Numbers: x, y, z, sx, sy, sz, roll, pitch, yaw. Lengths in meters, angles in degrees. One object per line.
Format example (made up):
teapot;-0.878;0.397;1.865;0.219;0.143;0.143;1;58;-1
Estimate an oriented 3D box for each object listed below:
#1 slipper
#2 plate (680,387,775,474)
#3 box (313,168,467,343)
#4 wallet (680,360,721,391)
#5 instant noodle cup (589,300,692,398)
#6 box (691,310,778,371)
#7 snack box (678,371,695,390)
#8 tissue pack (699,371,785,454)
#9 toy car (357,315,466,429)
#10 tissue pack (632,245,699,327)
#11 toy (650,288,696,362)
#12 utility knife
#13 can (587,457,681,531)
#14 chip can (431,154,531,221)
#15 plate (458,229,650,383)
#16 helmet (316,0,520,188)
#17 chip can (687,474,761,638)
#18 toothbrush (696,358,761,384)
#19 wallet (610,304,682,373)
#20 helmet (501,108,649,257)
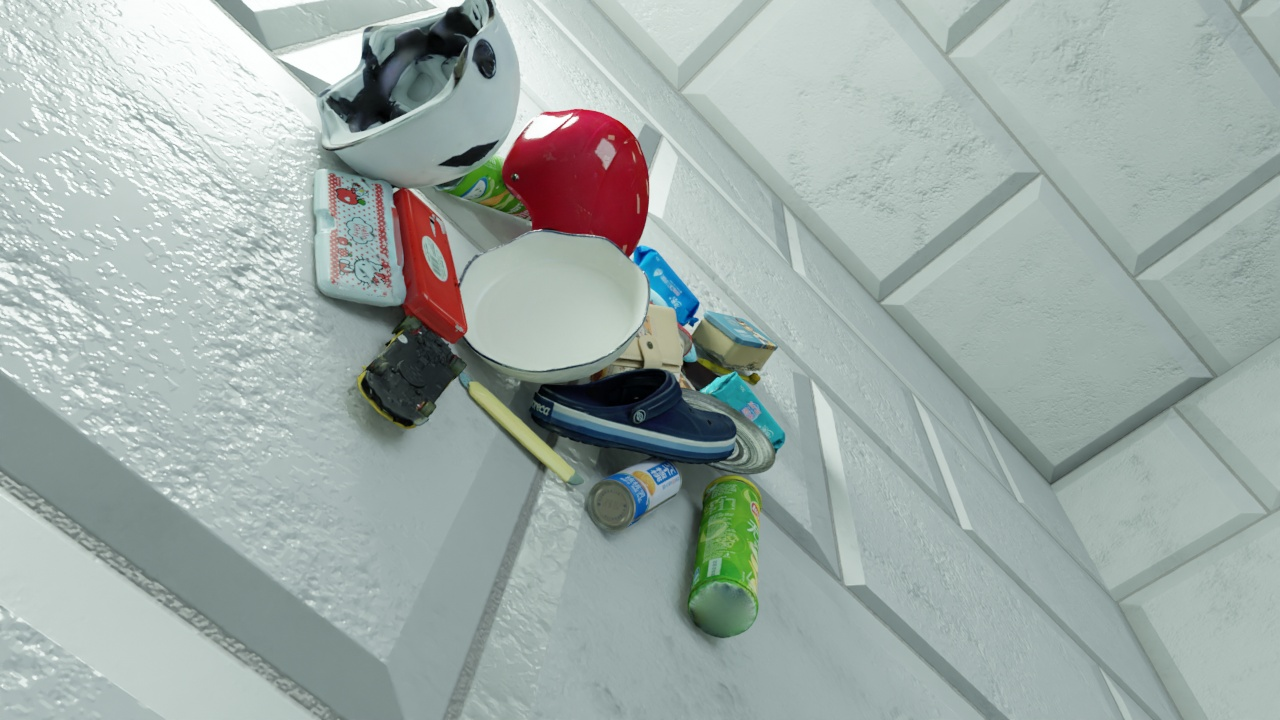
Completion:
slipper;-0.003;0.050;0.995;0.252;0.095;0.105;11;11;-35
plate;0.086;0.093;1.159;0.179;0.024;0.179;22;23;-10
box;-0.249;-0.111;0.916;0.161;0.059;0.201;26;30;-38
wallet;0.095;0.030;1.379;0.122;0.020;0.096;33;21;-31
instant noodle cup;-0.007;0.006;1.112;0.116;0.117;0.124;36;37;-30
box;0.152;-0.030;1.508;0.090;0.062;0.184;40;14;23
snack box;0.059;0.058;1.251;0.153;0.026;0.075;52;22;9
tissue pack;0.141;0.082;1.284;0.133;0.050;0.093;51;-14;3
toy car;-0.203;0.012;0.802;0.071;0.041;0.155;43;20;-13
tissue pack;0.034;-0.114;1.433;0.157;0.052;0.095;50;-2;3
toy;0.019;-0.069;1.350;0.161;0.050;0.156;34;16;-48
utility knife;-0.118;0.067;0.907;0.167;0.018;0.031;48;17;-6
can;-0.003;0.137;0.961;0.053;0.053;0.134;53;22;11
chip can;-0.177;-0.232;1.223;0.235;0.072;0.072;9;44;-58
plate;-0.093;-0.056;0.972;0.046;0.204;0.204;88;-16;-49
helmet;-0.231;-0.282;1.031;0.146;0.229;0.258;51;36;-44
chip can;0.095;0.209;1.002;0.072;0.073;0.220;45;22;-10
toothbrush;0.148;0.017;1.503;0.190;0.017;0.015;17;37;-54
wallet;0.001;-0.027;1.042;0.115;0.024;0.087;7;67;-43
helmet;-0.058;-0.218;1.213;0.206;0.144;0.240;-54;130;-51
